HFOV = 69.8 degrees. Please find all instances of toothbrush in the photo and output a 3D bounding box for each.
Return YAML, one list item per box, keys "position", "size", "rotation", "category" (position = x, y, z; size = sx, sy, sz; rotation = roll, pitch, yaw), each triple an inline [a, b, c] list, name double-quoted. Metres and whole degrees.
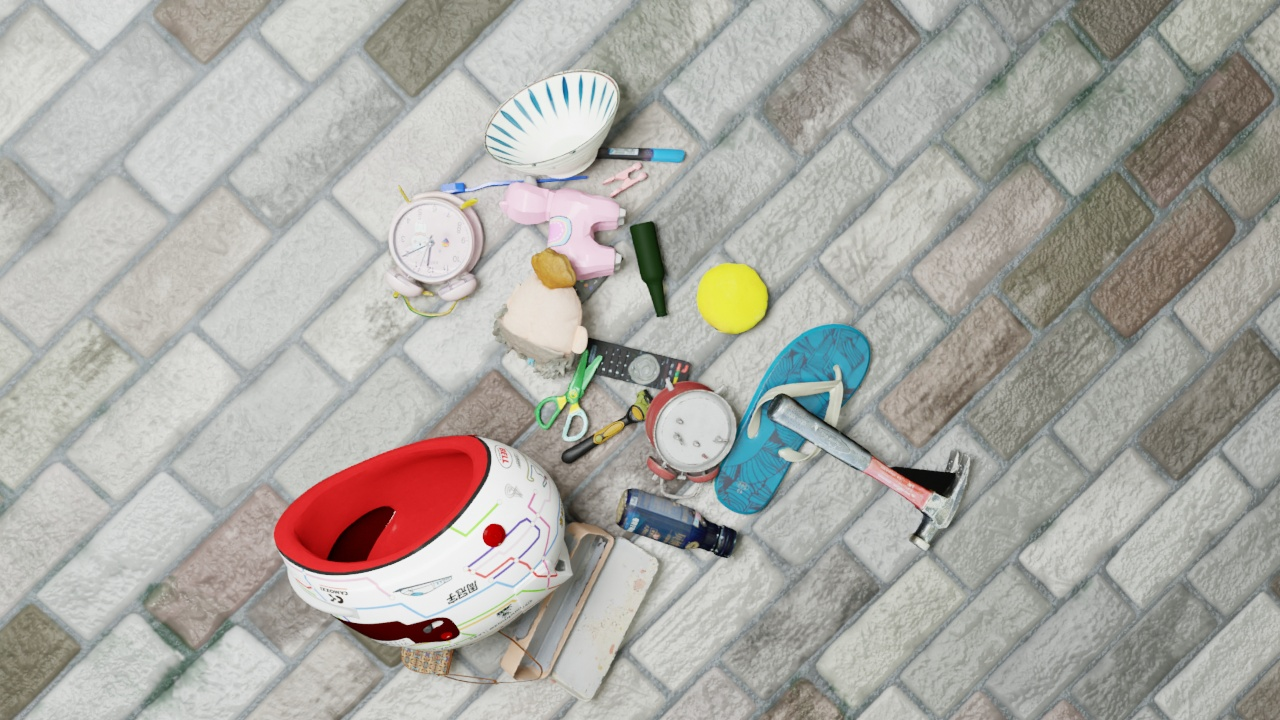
- position: [-0.161, -0.228, 1.171]
  size: [0.186, 0.016, 0.011]
  rotation: [-8, 93, -7]
  category: "toothbrush"

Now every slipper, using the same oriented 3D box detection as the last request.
- position: [0.197, 0.075, 1.207]
  size: [0.118, 0.060, 0.295]
  rotation: [34, 91, -4]
  category: "slipper"

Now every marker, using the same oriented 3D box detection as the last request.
- position: [-0.005, -0.265, 1.181]
  size: [0.123, 0.015, 0.018]
  rotation: [1, 59, -4]
  category: "marker"

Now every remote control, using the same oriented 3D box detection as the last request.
- position: [-0.076, -0.099, 1.190]
  size: [0.124, 0.010, 0.039]
  rotation: [-43, 97, -1]
  category: "remote control"
- position: [-0.007, 0.007, 1.200]
  size: [0.140, 0.021, 0.045]
  rotation: [14, 102, -7]
  category: "remote control"

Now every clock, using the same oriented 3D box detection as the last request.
- position: [0.063, 0.106, 1.187]
  size: [0.109, 0.062, 0.157]
  rotation: [6, 101, -15]
  category: "clock"
- position: [-0.259, -0.133, 1.143]
  size: [0.117, 0.058, 0.158]
  rotation: [7, 102, -5]
  category: "clock"

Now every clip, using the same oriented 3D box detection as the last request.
- position: [-0.017, -0.227, 1.180]
  size: [0.059, 0.022, 0.039]
  rotation: [-34, 93, -3]
  category: "clip"

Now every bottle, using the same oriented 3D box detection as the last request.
- position: [0.014, -0.117, 1.186]
  size: [0.033, 0.033, 0.123]
  rotation: [-13, 96, -4]
  category: "bottle"
- position: [0.047, 0.216, 1.205]
  size: [0.160, 0.056, 0.056]
  rotation: [20, 92, -7]
  category: "bottle"

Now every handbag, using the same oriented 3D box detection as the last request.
- position: [-0.211, 0.367, 1.173]
  size: [0.196, 0.043, 0.093]
  rotation: [10, 85, 18]
  category: "handbag"

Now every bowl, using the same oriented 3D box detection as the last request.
- position: [-0.099, -0.275, 1.129]
  size: [0.177, 0.177, 0.071]
  rotation: [-30, 137, -2]
  category: "bowl"

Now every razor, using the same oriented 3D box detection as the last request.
- position: [-0.042, 0.093, 1.206]
  size: [0.144, 0.021, 0.044]
  rotation: [-32, 97, 0]
  category: "razor"

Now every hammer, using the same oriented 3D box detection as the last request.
- position: [0.296, 0.123, 1.188]
  size: [0.326, 0.036, 0.140]
  rotation: [31, 90, -23]
  category: "hammer"

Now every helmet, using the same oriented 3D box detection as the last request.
- position: [-0.240, 0.228, 1.092]
  size: [0.314, 0.231, 0.236]
  rotation: [-21, 128, -5]
  category: "helmet"

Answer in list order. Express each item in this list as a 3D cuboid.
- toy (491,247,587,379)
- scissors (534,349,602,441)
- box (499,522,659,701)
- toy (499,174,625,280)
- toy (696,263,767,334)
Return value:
- position: [-0.117, -0.061, 1.136]
  size: [0.133, 0.076, 0.176]
  rotation: [29, 125, 12]
  category: "toy"
- position: [-0.077, 0.048, 1.188]
  size: [0.078, 0.013, 0.132]
  rotation: [37, 102, -3]
  category: "scissors"
- position: [-0.075, 0.329, 1.189]
  size: [0.121, 0.094, 0.217]
  rotation: [23, 93, -48]
  category: "box"
- position: [-0.099, -0.166, 1.150]
  size: [0.157, 0.067, 0.123]
  rotation: [7, 84, -2]
  category: "toy"
- position: [0.119, -0.081, 1.195]
  size: [0.095, 0.041, 0.094]
  rotation: [25, 87, -6]
  category: "toy"
